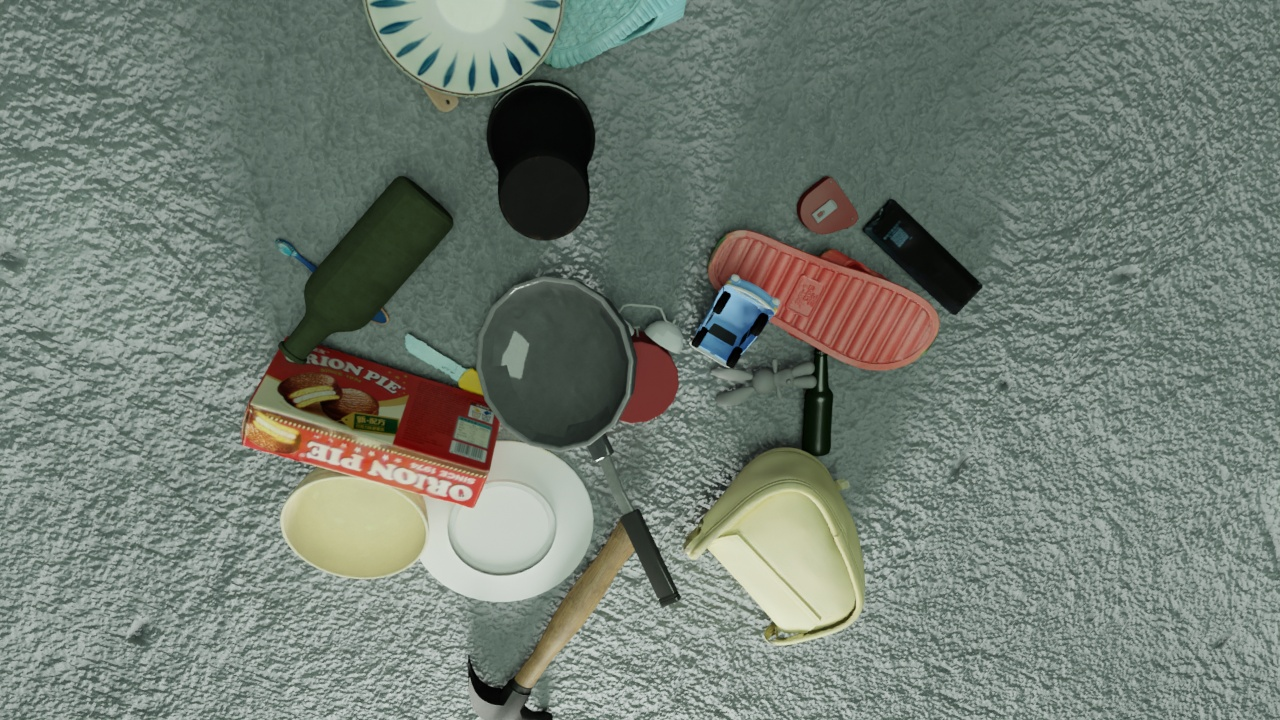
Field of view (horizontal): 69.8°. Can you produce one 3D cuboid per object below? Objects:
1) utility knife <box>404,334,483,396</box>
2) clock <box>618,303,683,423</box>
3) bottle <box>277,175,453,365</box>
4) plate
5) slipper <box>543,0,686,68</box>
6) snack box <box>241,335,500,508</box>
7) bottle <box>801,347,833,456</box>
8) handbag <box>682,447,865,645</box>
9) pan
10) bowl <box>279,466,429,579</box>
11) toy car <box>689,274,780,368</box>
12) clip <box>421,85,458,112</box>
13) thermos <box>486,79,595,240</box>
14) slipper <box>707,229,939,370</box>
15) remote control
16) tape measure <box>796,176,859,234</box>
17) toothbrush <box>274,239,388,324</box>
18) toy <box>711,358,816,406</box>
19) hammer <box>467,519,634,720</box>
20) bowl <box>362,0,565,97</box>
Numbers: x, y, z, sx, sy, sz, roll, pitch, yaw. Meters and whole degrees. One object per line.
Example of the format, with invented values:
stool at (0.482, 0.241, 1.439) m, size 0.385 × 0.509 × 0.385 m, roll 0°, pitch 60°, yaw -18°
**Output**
utility knife at (-0.160, 0.034, 0.989) m, size 0.218 × 0.019 × 0.030 m, roll 33°, pitch 97°, yaw -21°
clock at (-0.006, 0.006, 0.980) m, size 0.096 × 0.048 × 0.138 m, roll 4°, pitch 109°, yaw -8°
bottle at (-0.274, -0.082, 0.895) m, size 0.071 × 0.071 × 0.207 m, roll 41°, pitch 94°, yaw -18°
plate at (-0.157, 0.190, 1.046) m, size 0.208 × 0.015 × 0.209 m, roll -2°, pitch 110°, yaw -6°
slipper at (0.009, -0.369, 0.836) m, size 0.277 × 0.069 × 0.116 m, roll -24°, pitch 101°, yaw 22°
snack box at (-0.265, 0.062, 0.932) m, size 0.236 × 0.113 × 0.060 m, roll 18°, pitch 124°, yaw -13°
bottle at (0.199, 0.046, 1.027) m, size 0.033 × 0.033 × 0.123 m, roll -3°, pitch 109°, yaw -6°
handbag at (0.169, 0.218, 1.053) m, size 0.191 × 0.088 × 0.233 m, roll -30°, pitch 113°, yaw 22°
pan at (-0.044, 0.082, 0.936) m, size 0.179 × 0.041 × 0.357 m, roll -27°, pitch 86°, yaw 23°
bowl at (-0.297, 0.155, 0.978) m, size 0.151 × 0.075 × 0.151 m, roll -2°, pitch 126°, yaw -3°
toy car at (0.096, -0.041, 0.935) m, size 0.056 × 0.154 × 0.054 m, roll 30°, pitch 65°, yaw 1°
clip at (-0.197, -0.265, 0.872) m, size 0.026 × 0.049 × 0.061 m, roll -31°, pitch 82°, yaw 4°
thermos at (-0.088, -0.178, 0.820) m, size 0.106 × 0.218 × 0.106 m, roll -3°, pitch 118°, yaw -5°
slipper at (0.191, -0.067, 0.973) m, size 0.249 × 0.059 × 0.104 m, roll 22°, pitch 107°, yaw 3°
remote control at (0.307, -0.109, 0.989) m, size 0.150 × 0.022 × 0.047 m, roll 38°, pitch 102°, yaw -17°
tape measure at (0.194, -0.155, 0.960) m, size 0.051 × 0.019 × 0.059 m, roll -39°, pitch 109°, yaw 7°
toothbrush at (-0.313, -0.079, 0.932) m, size 0.135 × 0.017 × 0.021 m, roll 39°, pitch 99°, yaw -17°
toy at (0.136, 0.023, 1.005) m, size 0.112 × 0.030 × 0.049 m, roll -8°, pitch 111°, yaw 9°
hammer at (-0.094, 0.309, 1.083) m, size 0.132 × 0.040 × 0.306 m, roll 29°, pitch 104°, yaw -21°
bowl at (-0.156, -0.331, 0.829) m, size 0.177 × 0.070 × 0.177 m, roll -1°, pitch 108°, yaw -3°
